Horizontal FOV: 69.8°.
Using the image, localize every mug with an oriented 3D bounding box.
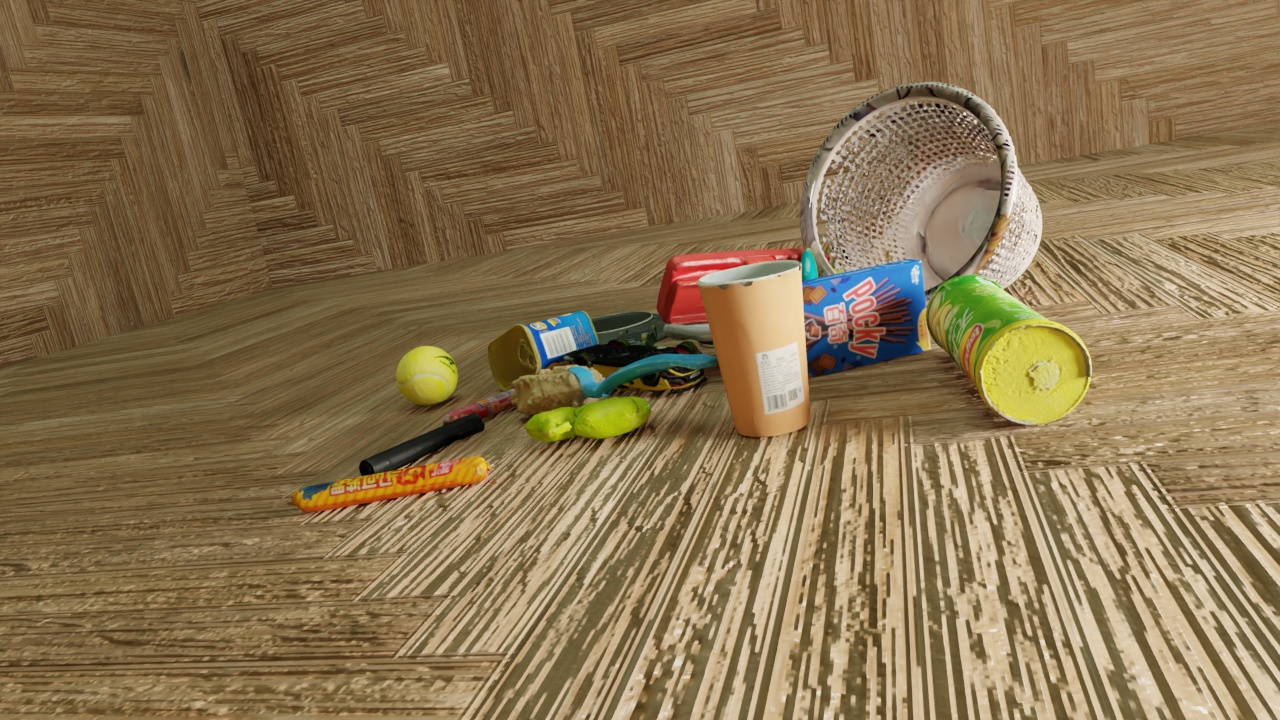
[{"bbox_3d":[0.092,-0.008,0.696,0.078,0.123,0.078,-11,12,2],"label":"mug"}]

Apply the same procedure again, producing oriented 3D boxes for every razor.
[{"bbox_3d":[0.168,-0.057,0.918,0.043,0.028,0.132,-8,55,22],"label":"razor"}]

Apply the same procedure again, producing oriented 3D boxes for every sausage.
[{"bbox_3d":[-0.192,0.096,0.707,0.165,0.021,0.021,-11,12,2],"label":"sausage"},{"bbox_3d":[-0.133,0.040,0.916,0.020,0.020,0.155,2,17,44],"label":"sausage"}]

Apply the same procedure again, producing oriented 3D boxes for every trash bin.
[{"bbox_3d":[0.313,-0.151,0.960,0.228,0.227,0.191,1,-5,43],"label":"trash bin"}]

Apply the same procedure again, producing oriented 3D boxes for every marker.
[{"bbox_3d":[-0.189,0.075,0.807,0.022,0.020,0.131,30,30,25],"label":"marker"}]

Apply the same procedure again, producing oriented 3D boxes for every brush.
[{"bbox_3d":[-0.028,0.016,0.803,0.083,0.046,0.255,-12,-1,-39],"label":"brush"}]

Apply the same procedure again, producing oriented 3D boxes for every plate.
[{"bbox_3d":[-0.038,-0.039,1.177,0.179,0.024,0.179,-10,12,2],"label":"plate"}]

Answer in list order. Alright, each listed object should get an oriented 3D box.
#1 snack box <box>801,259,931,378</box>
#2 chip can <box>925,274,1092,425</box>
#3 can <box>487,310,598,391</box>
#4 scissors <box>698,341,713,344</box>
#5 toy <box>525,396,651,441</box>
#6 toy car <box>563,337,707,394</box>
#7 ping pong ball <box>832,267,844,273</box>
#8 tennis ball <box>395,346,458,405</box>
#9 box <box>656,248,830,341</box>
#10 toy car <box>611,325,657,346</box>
[{"bbox_3d":[0.183,-0.036,0.831,0.157,0.084,0.026,-13,13,-8],"label":"snack box"},{"bbox_3d":[0.271,-0.016,0.700,0.073,0.072,0.221,-8,13,10],"label":"chip can"},{"bbox_3d":[-0.105,-0.011,0.988,0.083,0.057,0.102,-17,-6,-36],"label":"can"},{"bbox_3d":[0.137,-0.027,1.006,0.171,0.012,0.140,0,16,33],"label":"scissors"},{"bbox_3d":[-0.039,0.049,0.760,0.100,0.031,0.096,-7,5,26],"label":"toy"},{"bbox_3d":[-0.005,0.005,0.905,0.156,0.041,0.071,6,20,39],"label":"toy car"},{"bbox_3d":[0.249,-0.097,1.153,0.040,0.040,0.040,-10,12,2],"label":"ping pong ball"},{"bbox_3d":[-0.231,0.017,0.994,0.065,0.065,0.065,-10,12,2],"label":"tennis ball"},{"bbox_3d":[0.124,-0.054,0.949,0.201,0.095,0.098,-7,38,-29],"label":"box"},{"bbox_3d":[-0.006,-0.016,1.017,0.043,0.036,0.091,-9,13,12],"label":"toy car"}]
